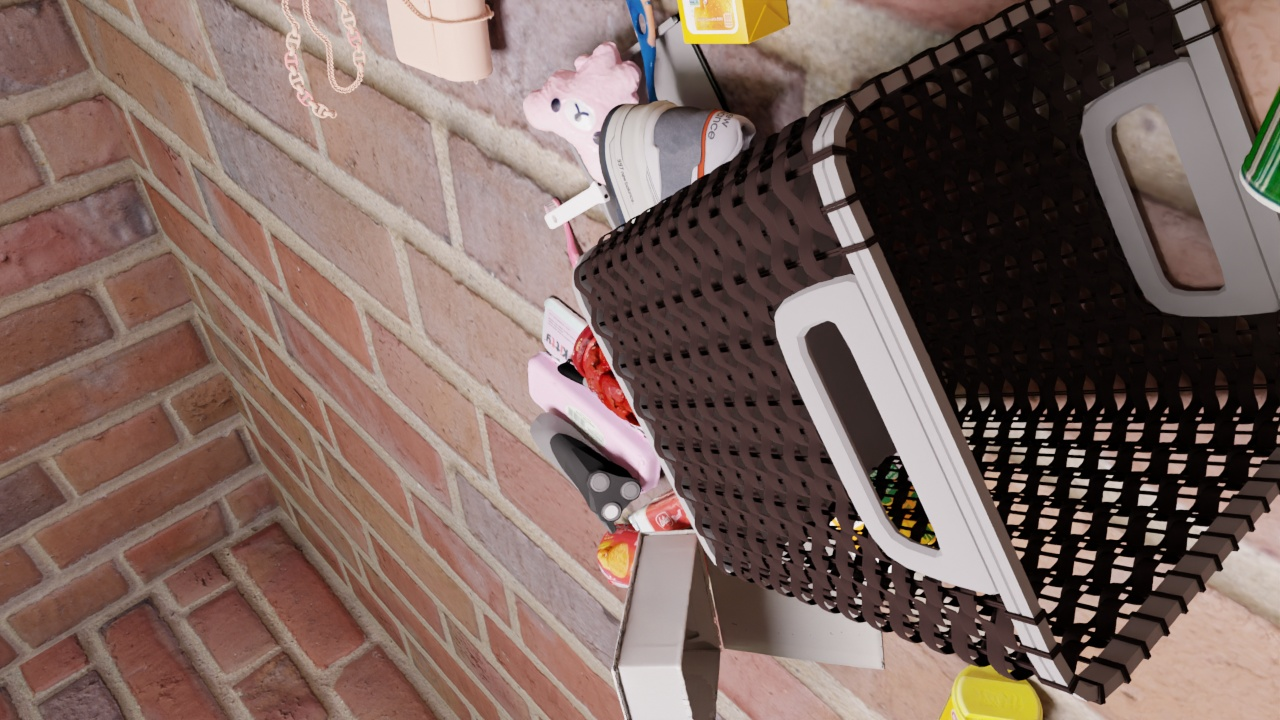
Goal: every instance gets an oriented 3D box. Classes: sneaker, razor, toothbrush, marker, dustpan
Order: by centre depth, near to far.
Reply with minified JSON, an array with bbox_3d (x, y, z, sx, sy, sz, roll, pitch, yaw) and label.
[{"bbox_3d":[0.064,-0.078,0.656,0.124,0.088,0.240,-1,125,46],"label":"sneaker"},{"bbox_3d":[0.003,-0.237,0.668,0.022,0.017,0.135,-1,108,43],"label":"toothbrush"},{"bbox_3d":[-0.011,-0.154,0.770,0.258,0.033,0.163,-14,106,58],"label":"dustpan"},{"bbox_3d":[-0.061,-0.097,0.911,0.022,0.016,0.135,3,120,64],"label":"toothbrush"},{"bbox_3d":[-0.035,0.025,0.945,0.139,0.016,0.022,21,95,36],"label":"marker"},{"bbox_3d":[-0.067,0.109,1.001,0.156,0.057,0.060,39,174,41],"label":"razor"}]

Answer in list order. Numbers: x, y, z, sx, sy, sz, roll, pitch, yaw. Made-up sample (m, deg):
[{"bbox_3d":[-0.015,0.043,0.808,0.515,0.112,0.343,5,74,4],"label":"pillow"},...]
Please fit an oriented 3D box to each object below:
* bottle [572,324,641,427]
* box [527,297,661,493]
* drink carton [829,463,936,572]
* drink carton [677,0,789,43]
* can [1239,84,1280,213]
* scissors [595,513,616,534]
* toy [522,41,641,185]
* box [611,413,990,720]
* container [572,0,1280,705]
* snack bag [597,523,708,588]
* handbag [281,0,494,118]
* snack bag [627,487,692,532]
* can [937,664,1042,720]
[{"bbox_3d":[-0.005,0.005,0.862,0.111,0.098,0.099,43,148,42],"label":"bottle"},{"bbox_3d":[-0.049,0.040,0.997,0.201,0.041,0.154,38,144,28],"label":"box"},{"bbox_3d":[0.175,0.108,0.720,0.122,0.058,0.041,51,149,11],"label":"drink carton"},{"bbox_3d":[0.050,-0.266,0.573,0.059,0.040,0.123,21,134,45],"label":"drink carton"},{"bbox_3d":[0.288,-0.114,0.349,0.067,0.067,0.121,34,142,34],"label":"can"},{"bbox_3d":[-0.057,0.140,1.060,0.148,0.019,0.118,30,137,41],"label":"scissors"},{"bbox_3d":[-0.036,-0.197,0.706,0.099,0.052,0.096,42,127,3],"label":"toy"},{"bbox_3d":[0.154,0.208,0.875,0.165,0.445,0.167,35,144,51],"label":"box"},{"bbox_3d":[0.142,-0.019,0.477,0.244,0.245,0.247,-9,110,61],"label":"container"},{"bbox_3d":[0.017,0.229,1.047,0.177,0.082,0.082,-8,111,58],"label":"snack bag"},{"bbox_3d":[-0.221,-0.302,0.783,0.116,0.186,0.199,37,140,43],"label":"handbag"},{"bbox_3d":[0.069,0.124,0.868,0.041,0.077,0.226,58,150,5],"label":"snack bag"},{"bbox_3d":[0.276,0.299,0.743,0.068,0.067,0.105,36,143,32],"label":"can"}]
